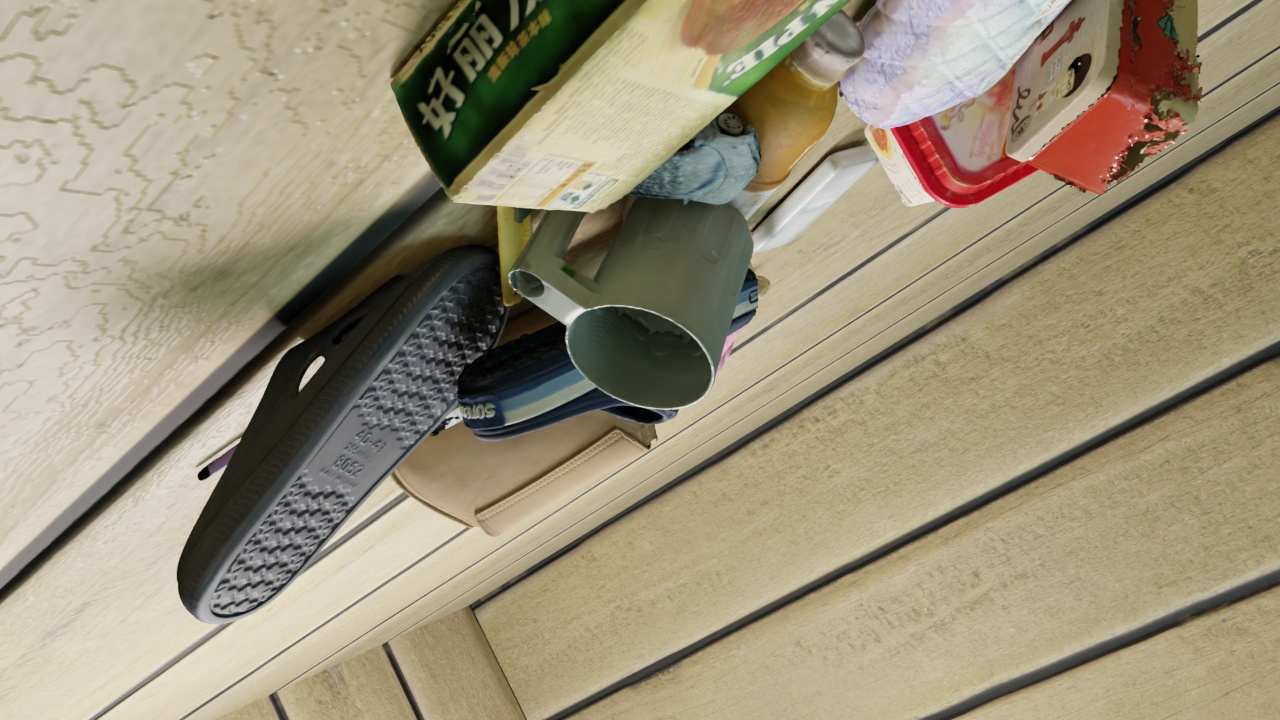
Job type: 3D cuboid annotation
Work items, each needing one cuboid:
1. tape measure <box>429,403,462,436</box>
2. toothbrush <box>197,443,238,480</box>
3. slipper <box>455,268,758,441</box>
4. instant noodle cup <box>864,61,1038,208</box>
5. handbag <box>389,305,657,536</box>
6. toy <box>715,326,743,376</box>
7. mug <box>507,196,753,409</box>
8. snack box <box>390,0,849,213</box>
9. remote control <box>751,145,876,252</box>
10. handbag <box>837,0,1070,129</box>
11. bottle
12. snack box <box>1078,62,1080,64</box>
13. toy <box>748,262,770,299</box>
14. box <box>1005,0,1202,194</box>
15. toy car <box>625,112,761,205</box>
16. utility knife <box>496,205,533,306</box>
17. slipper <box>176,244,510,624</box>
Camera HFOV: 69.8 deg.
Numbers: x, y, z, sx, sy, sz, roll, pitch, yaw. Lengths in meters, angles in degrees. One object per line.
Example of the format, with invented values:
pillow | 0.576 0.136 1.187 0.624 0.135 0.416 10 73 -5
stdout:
tape measure | -0.147 0.017 0.642 0.066 0.065 0.034 -30 164 -8
toothbrush | -0.240 0.035 0.631 0.189 0.014 0.016 -32 160 14
slipper | -0.004 0.004 0.610 0.105 0.095 0.252 2 -159 46
instant noodle cup | 0.226 -0.171 0.664 0.116 0.116 0.124 -29 180 -2
handbag | -0.093 0.045 0.729 0.205 0.148 0.099 -30 -155 12
toy | 0.036 0.002 0.999 0.195 0.074 0.178 -35 165 10
mug | -0.001 -0.048 0.510 0.084 0.124 0.103 -36 -156 49
snack box | 0.021 -0.151 0.354 0.241 0.063 0.114 -37 166 30
remote control | 0.146 -0.139 0.797 0.055 0.020 0.136 -20 165 -35
handbag | 0.194 -0.211 0.477 0.134 0.075 0.194 -28 168 -19
bottle | 0.056 -0.124 0.532 0.067 0.068 0.190 -20 165 -37
snack box | 0.324 -0.247 0.708 0.127 0.044 0.113 -27 168 -10
toy | 0.055 -0.079 0.762 0.105 0.066 0.157 1 175 22
box | 0.285 -0.190 0.549 0.091 0.079 0.168 127 -18 -63
toy car | 0.011 -0.105 0.481 0.105 0.031 0.049 4 145 -2
utility knife | -0.070 -0.075 0.522 0.030 0.018 0.152 -43 169 -24
slipper | -0.184 0.025 0.541 0.267 0.083 0.111 -53 163 -12
